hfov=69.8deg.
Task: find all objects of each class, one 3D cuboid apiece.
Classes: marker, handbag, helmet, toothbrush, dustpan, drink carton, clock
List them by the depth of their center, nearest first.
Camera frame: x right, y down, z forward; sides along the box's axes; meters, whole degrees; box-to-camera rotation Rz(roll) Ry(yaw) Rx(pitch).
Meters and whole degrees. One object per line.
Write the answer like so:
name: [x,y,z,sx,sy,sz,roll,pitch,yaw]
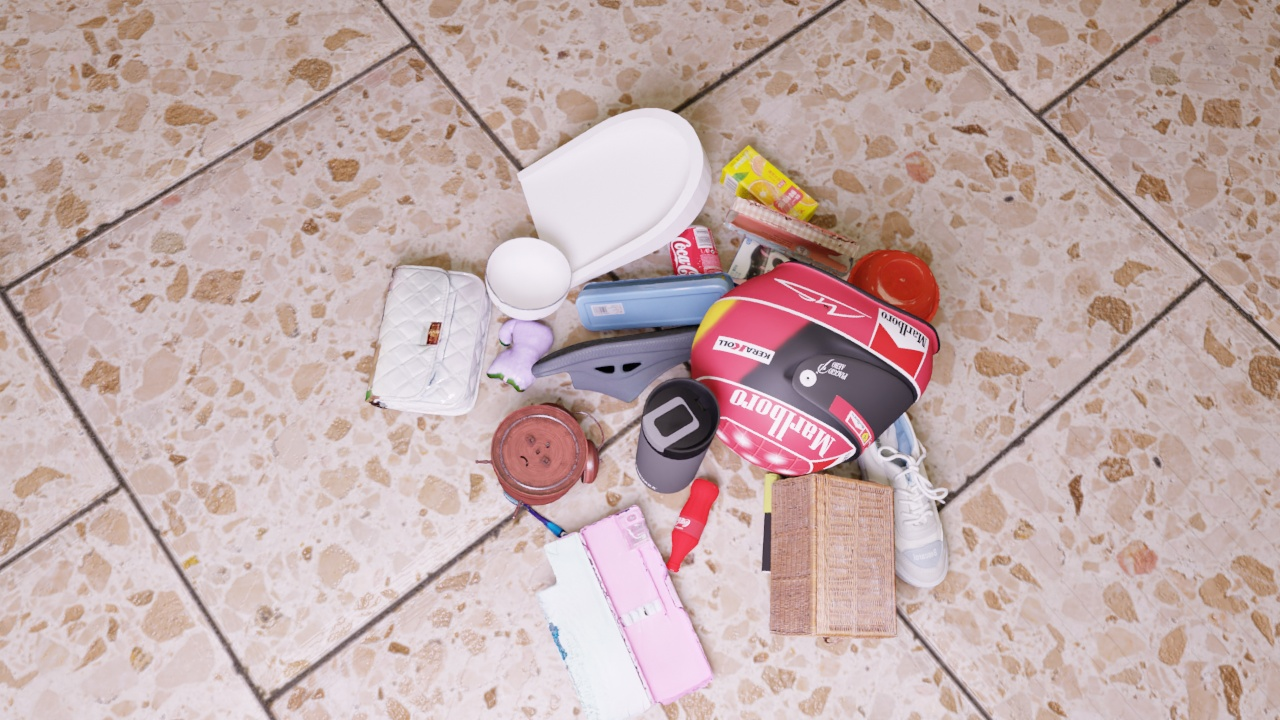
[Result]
helmet: [0.189,0.024,1.075,0.271,0.198,0.224,27,74,3]
clock: [-0.115,0.116,1.146,0.157,0.072,0.120,-31,74,-22]
toothbrush: [-0.098,0.217,1.149,0.189,0.017,0.016,35,73,10]
marker: [0.164,0.205,1.161,0.017,0.021,0.123,6,73,0]
handbag: [-0.275,-0.028,1.196,0.139,0.072,0.194,5,71,1]
dustpan: [-0.034,-0.232,1.238,0.258,0.053,0.191,-23,73,11]
drink carton: [0.182,-0.237,1.298,0.134,0.043,0.058,43,74,11]

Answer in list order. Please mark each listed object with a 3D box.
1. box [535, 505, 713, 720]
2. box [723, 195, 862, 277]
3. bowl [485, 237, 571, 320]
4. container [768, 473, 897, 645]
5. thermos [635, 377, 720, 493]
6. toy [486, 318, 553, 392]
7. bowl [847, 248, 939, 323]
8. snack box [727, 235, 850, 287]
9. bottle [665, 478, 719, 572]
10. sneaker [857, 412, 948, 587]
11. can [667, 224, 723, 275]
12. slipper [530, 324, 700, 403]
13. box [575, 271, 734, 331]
box: [-0.029,0.309,1.100,0.159,0.035,0.230,-22,79,-13]
box: [0.203,-0.167,1.249,0.188,0.056,0.064,24,110,9]
bowl: [-0.151,-0.101,1.221,0.113,0.063,0.113,5,61,-9]
container: [0.229,0.237,1.097,0.112,0.114,0.198,9,73,-16]
thermos: [0.039,0.094,1.077,0.082,0.241,0.082,1,71,-2]
toy: [-0.162,-0.010,1.214,0.080,0.036,0.099,22,67,15]
bowl: [0.352,-0.102,1.257,0.130,0.045,0.130,1,72,-2]
snack box: [0.200,-0.110,1.261,0.154,0.033,0.087,25,73,6]
bottle: [0.062,0.208,1.148,0.036,0.036,0.118,23,73,5]
sneaker: [0.327,0.162,1.145,0.089,0.091,0.242,-11,73,-7]
can: [0.077,-0.125,1.245,0.064,0.064,0.104,-11,72,-6]
slipper: [-0.007,0.007,1.190,0.268,0.111,0.083,-11,98,-10]
box: [0.022,-0.080,1.211,0.210,0.068,0.058,-3,37,17]
